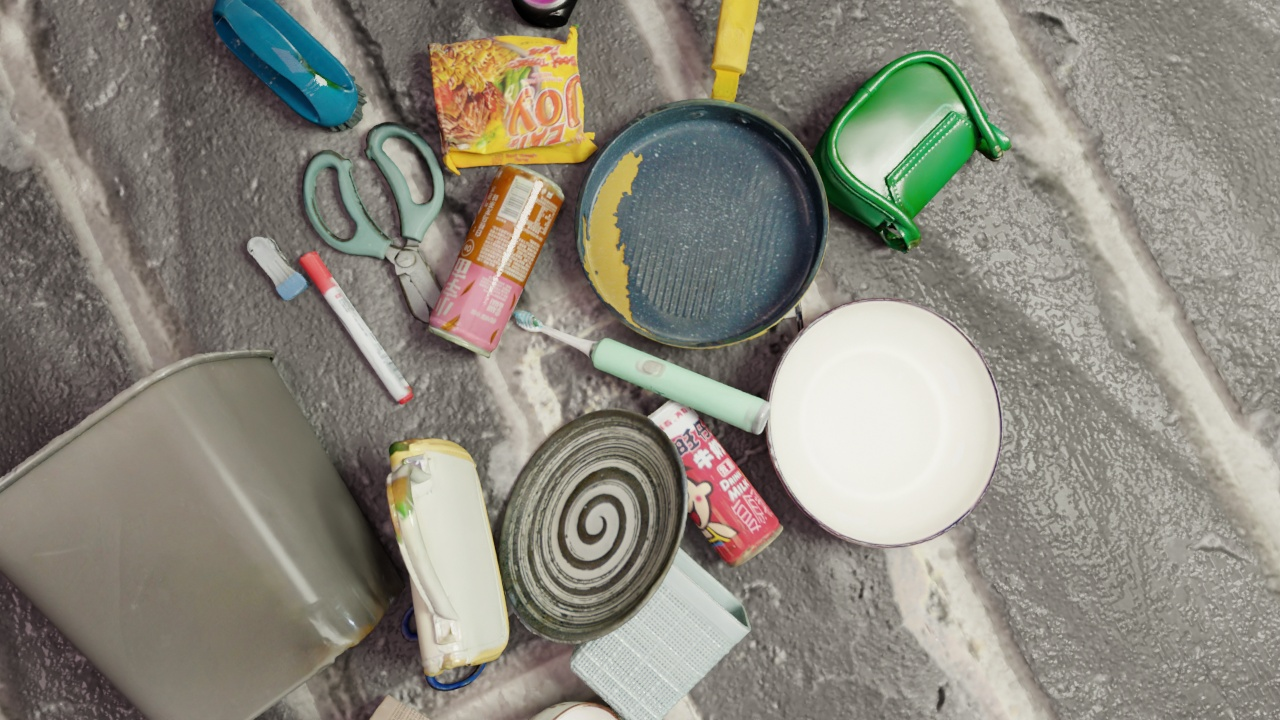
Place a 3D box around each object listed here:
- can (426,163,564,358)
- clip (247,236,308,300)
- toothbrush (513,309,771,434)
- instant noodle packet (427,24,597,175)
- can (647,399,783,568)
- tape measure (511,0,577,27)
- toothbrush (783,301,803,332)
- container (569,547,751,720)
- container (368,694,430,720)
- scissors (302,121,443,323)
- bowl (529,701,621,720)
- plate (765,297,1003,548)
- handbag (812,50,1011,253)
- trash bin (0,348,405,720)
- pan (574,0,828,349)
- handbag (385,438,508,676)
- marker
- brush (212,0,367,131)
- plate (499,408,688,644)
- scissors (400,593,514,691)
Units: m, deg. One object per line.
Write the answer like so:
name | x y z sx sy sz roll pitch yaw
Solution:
can | -0.114 -0.079 0.728 0.058 0.058 0.147 24 87 2
clip | -0.298 -0.076 0.751 0.025 0.032 0.057 -38 94 0
toothbrush | -0.004 0.004 0.710 0.225 0.027 0.026 22 67 21
instant noodle packet | -0.104 -0.212 0.745 0.128 0.044 0.111 -6 90 0
can | 0.050 0.093 0.718 0.053 0.053 0.132 -37 87 -2
tape measure | -0.079 -0.304 0.752 0.058 0.039 0.057 22 87 -3
toothbrush | 0.134 0.031 0.740 0.018 0.015 0.181 -9 86 6
container | 0.012 0.206 0.694 0.090 0.090 0.111 41 90 3
container | -0.170 0.326 0.690 0.111 0.090 0.090 27 86 -2
scissors | -0.191 -0.114 0.751 0.143 0.019 0.180 -37 85 -2
bowl | -0.064 0.314 0.691 0.062 0.113 0.113 -10 85 43
plate | 0.186 0.048 0.717 0.192 0.039 0.192 1 84 -9
handbag | 0.210 -0.167 0.726 0.120 0.068 0.131 43 88 2
trash bin | -0.304 0.133 0.659 0.199 0.198 0.220 -36 94 0
pan | 0.061 -0.186 0.717 0.198 0.078 0.357 10 86 5
handbag | -0.139 0.136 0.649 0.063 0.179 0.163 -12 76 -6
marker | -0.231 -0.026 0.746 0.017 0.017 0.145 -35 87 -2
brush | -0.285 -0.244 0.732 0.144 0.073 0.055 44 92 3
plate | -0.035 0.123 0.688 0.180 0.024 0.179 -20 54 30
scissors | -0.105 0.205 0.733 0.172 0.012 0.132 -1 85 -1
